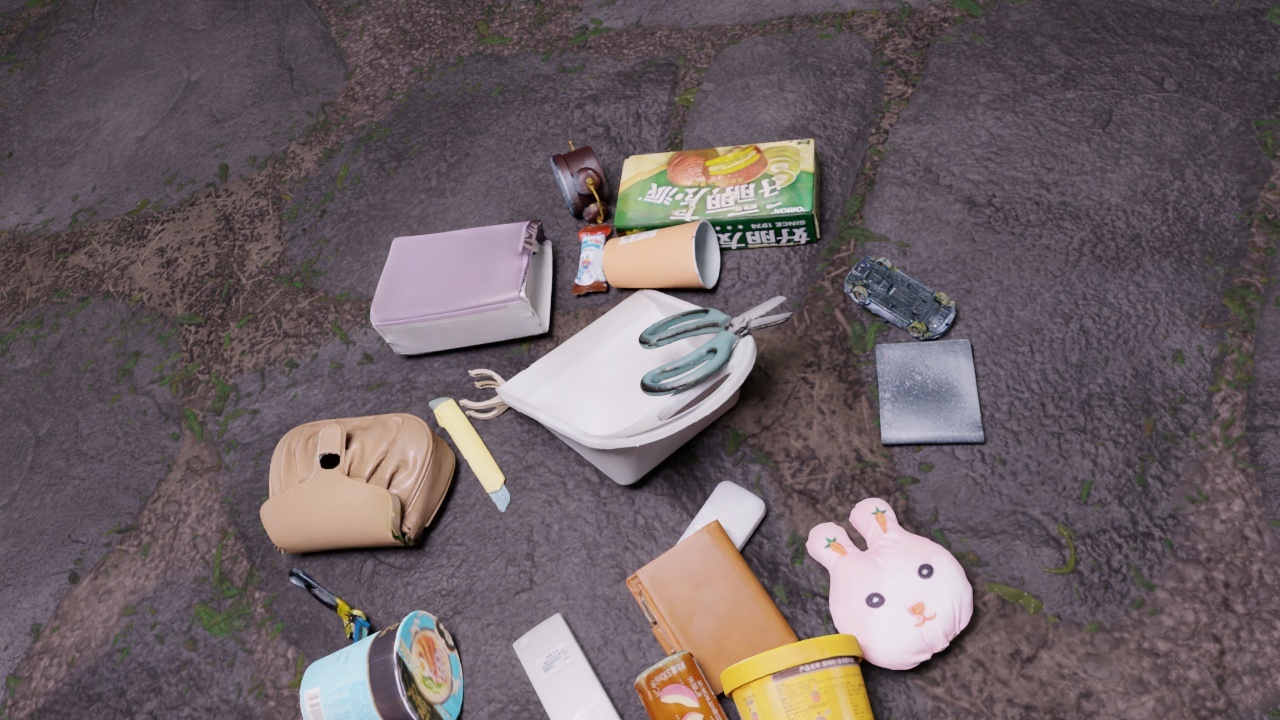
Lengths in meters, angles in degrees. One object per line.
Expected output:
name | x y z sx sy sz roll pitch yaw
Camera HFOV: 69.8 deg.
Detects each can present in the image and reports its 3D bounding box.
can | 0.052 0.319 0.760 0.058 0.058 0.147 -30 67 -4

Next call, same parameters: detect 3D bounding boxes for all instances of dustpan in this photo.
dustpan | -0.006 0.005 0.940 0.222 0.143 0.258 -36 57 -19

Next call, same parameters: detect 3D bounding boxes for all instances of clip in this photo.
clip | -0.159 0.051 1.038 0.104 0.035 0.089 24 63 20

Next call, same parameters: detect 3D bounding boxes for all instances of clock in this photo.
clock | -0.072 -0.221 1.160 0.055 0.082 0.122 -22 47 -6

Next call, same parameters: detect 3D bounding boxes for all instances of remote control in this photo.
remote control | -0.066 0.303 0.849 0.056 0.019 0.135 -34 54 -7
remote control | 0.066 0.181 0.888 0.056 0.020 0.135 27 71 31

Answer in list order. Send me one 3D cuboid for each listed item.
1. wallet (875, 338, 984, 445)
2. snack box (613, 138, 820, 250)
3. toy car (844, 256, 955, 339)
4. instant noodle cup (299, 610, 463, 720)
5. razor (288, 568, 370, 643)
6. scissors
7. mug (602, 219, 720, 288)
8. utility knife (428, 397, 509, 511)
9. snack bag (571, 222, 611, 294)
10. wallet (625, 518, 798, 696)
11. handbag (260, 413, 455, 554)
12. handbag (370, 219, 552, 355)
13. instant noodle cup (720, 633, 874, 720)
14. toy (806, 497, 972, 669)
wallet | 0.288 0.031 0.922 0.097 0.019 0.120 -3 56 13
snack box | 0.093 -0.194 1.102 0.240 0.063 0.114 -1 58 16
toy car | 0.276 -0.065 0.979 0.121 0.037 0.054 34 71 22
instant noodle cup | -0.246 0.305 0.859 0.121 0.111 0.111 -21 53 14
razor | -0.324 0.256 0.961 0.143 0.022 0.043 25 112 33
scissors | 0.061 -0.027 0.909 0.174 0.019 0.177 -33 26 -10
mug | 0.022 -0.118 1.065 0.123 0.078 0.078 -2 57 26
utility knife | -0.189 0.099 1.024 0.031 0.019 0.175 -38 54 -4
snack bag | -0.059 -0.124 1.126 0.045 0.026 0.105 -4 59 10
wallet | 0.062 0.228 0.834 0.107 0.031 0.131 -33 72 -5
handbag | -0.311 0.130 0.990 0.205 0.100 0.147 -7 59 17
handbag | -0.209 -0.090 1.106 0.197 0.098 0.144 -7 57 14
instant noodle cup | 0.137 0.294 0.738 0.118 0.118 0.114 -19 61 4
toy | 0.216 0.194 0.817 0.121 0.054 0.159 -30 46 -5
